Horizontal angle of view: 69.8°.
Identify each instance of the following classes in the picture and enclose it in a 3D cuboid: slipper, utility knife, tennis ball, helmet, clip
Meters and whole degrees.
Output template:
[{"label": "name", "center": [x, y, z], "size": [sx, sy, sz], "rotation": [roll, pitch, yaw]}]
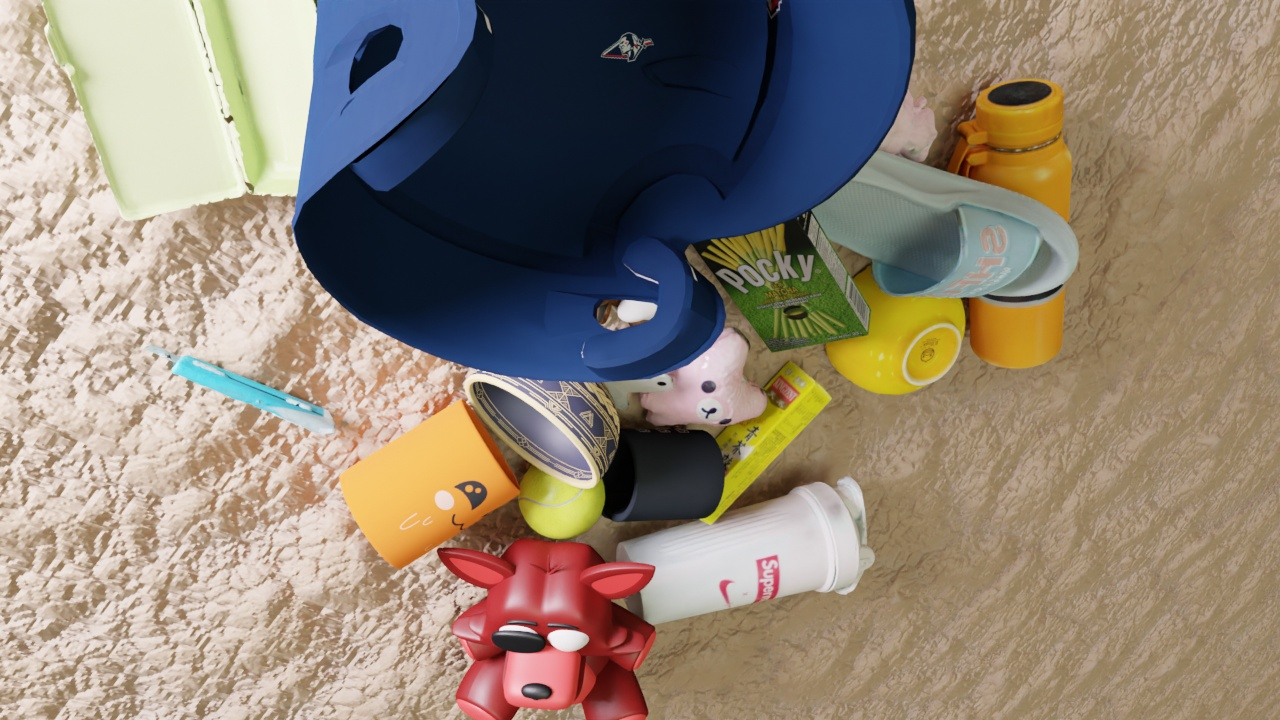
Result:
[{"label": "slipper", "center": [0.198, -0.086, 0.664], "size": [0.245, 0.104, 0.074], "rotation": [16, 68, -17]}, {"label": "utility knife", "center": [-0.249, 0.019, 0.575], "size": [0.123, 0.022, 0.015], "rotation": [30, 109, -37]}, {"label": "tennis ball", "center": [-0.059, 0.102, 0.692], "size": [0.065, 0.065, 0.065], "rotation": [-12, 123, -20]}, {"label": "helmet", "center": [-0.015, -0.133, 0.421], "size": [0.273, 0.222, 0.232], "rotation": [-8, 151, 27]}, {"label": "clip", "center": [-0.005, 0.004, 0.665], "size": [0.054, 0.040, 0.102], "rotation": [-11, 153, 6]}]

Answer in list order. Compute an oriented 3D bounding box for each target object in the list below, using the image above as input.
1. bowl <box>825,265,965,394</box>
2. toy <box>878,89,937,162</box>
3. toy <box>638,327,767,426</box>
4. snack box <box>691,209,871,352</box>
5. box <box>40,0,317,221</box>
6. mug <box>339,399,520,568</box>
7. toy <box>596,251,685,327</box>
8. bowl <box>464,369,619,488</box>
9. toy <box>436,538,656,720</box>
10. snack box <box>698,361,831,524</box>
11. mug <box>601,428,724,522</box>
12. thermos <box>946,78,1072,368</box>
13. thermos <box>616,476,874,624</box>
[{"label": "bowl", "center": [0.219, -0.020, 0.755], "size": [0.117, 0.067, 0.117], "rotation": [-12, 124, -19]}, {"label": "toy", "center": [0.154, -0.171, 0.646], "size": [0.110, 0.047, 0.064], "rotation": [11, 112, -18]}, {"label": "toy", "center": [0.046, 0.023, 0.706], "size": [0.096, 0.052, 0.099], "rotation": [-21, 136, 4]}, {"label": "snack box", "center": [0.101, -0.065, 0.665], "size": [0.080, 0.025, 0.147], "rotation": [-11, 138, 33]}, {"label": "box", "center": [-0.222, -0.169, 0.463], "size": [0.140, 0.047, 0.188], "rotation": [-11, 123, -10]}, {"label": "mug", "center": [-0.141, 0.091, 0.647], "size": [0.096, 0.077, 0.113], "rotation": [-32, 154, -6]}, {"label": "toy", "center": [-0.012, -0.056, 0.626], "size": [0.112, 0.067, 0.087], "rotation": [4, 117, -39]}, {"label": "bowl", "center": [-0.058, 0.028, 0.630], "size": [0.061, 0.113, 0.112], "rotation": [-52, 132, -24]}, {"label": "toy", "center": [-0.068, 0.209, 0.700], "size": [0.158, 0.120, 0.198], "rotation": [6, 137, 4]}, {"label": "snack box", "center": [0.091, 0.069, 0.763], "size": [0.148, 0.040, 0.029], "rotation": [-47, 128, 6]}, {"label": "mug", "center": [0.007, 0.099, 0.729], "size": [0.077, 0.071, 0.105], "rotation": [3, 144, -28]}, {"label": "thermos", "center": [0.298, -0.102, 0.738], "size": [0.091, 0.076, 0.233], "rotation": [-29, 128, -17]}, {"label": "thermos", "center": [0.093, 0.171, 0.797], "size": [0.220, 0.099, 0.099], "rotation": [-11, 123, -16]}]
